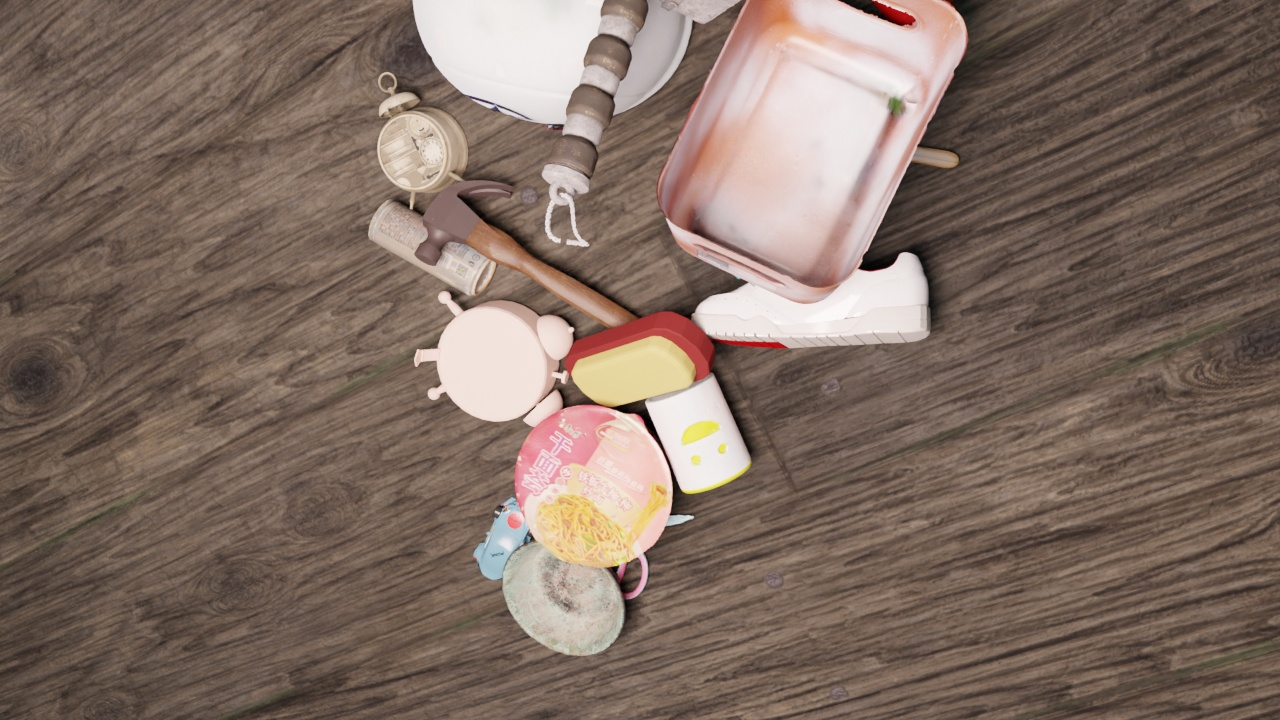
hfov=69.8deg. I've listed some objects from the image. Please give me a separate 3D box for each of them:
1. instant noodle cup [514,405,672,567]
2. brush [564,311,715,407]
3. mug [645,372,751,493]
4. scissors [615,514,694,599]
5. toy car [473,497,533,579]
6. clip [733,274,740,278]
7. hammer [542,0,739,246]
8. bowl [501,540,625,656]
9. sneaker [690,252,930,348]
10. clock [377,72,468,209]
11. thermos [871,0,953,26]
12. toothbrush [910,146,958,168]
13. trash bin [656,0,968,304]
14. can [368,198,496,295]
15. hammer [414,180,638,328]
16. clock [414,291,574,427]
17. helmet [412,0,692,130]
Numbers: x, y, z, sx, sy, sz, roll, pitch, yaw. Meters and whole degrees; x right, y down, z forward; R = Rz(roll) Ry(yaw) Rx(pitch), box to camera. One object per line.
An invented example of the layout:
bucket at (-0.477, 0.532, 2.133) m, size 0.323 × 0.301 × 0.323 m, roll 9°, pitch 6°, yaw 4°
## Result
instant noodle cup at (-0.042, 0.130, 1.016) m, size 0.179 × 0.077 × 0.179 m, roll 2°, pitch 99°, yaw 15°
brush at (-0.006, 0.006, 0.956) m, size 0.174 × 0.041 × 0.082 m, roll -17°, pitch 130°, yaw 41°
mug at (0.061, 0.077, 0.980) m, size 0.083 × 0.082 × 0.106 m, roll -21°, pitch 97°, yaw 18°
scissors at (-0.029, 0.195, 1.070) m, size 0.173 × 0.013 × 0.171 m, roll 20°, pitch 109°, yaw 9°
toy car at (-0.164, 0.220, 1.103) m, size 0.060 × 0.027 × 0.108 m, roll 28°, pitch 109°, yaw 6°
clip at (0.130, -0.134, 0.932) m, size 0.027 × 0.103 × 0.120 m, roll 39°, pitch 103°, yaw 0°
hammer at (-0.024, -0.253, 0.743) m, size 0.176 × 0.080 × 0.326 m, roll 21°, pitch 82°, yaw -24°
bowl at (-0.085, 0.271, 1.081) m, size 0.158 × 0.038 × 0.158 m, roll 8°, pitch 113°, yaw 19°
sneaker at (0.166, -0.070, 0.922) m, size 0.237 × 0.090 × 0.104 m, roll -2°, pitch 83°, yaw 22°
clock at (-0.247, -0.243, 0.989) m, size 0.093 × 0.054 × 0.141 m, roll -21°, pitch 100°, yaw 18°
thermos at (0.198, -0.381, 0.813) m, size 0.198 × 0.107 × 0.084 m, roll 47°, pitch 127°, yaw -3°
toothbrush at (0.226, -0.210, 0.898) m, size 0.167 × 0.016 × 0.016 m, roll 13°, pitch 106°, yaw 10°
trash bin at (0.145, -0.195, 0.817) m, size 0.181 × 0.157 × 0.259 m, roll 25°, pitch 89°, yaw 7°
can at (-0.229, -0.124, 1.016) m, size 0.135 × 0.054 × 0.054 m, roll 29°, pitch 109°, yaw 5°
hammer at (-0.083, -0.082, 0.982) m, size 0.323 × 0.033 × 0.115 m, roll 31°, pitch 74°, yaw -4°
clock at (-0.160, 0.003, 1.021) m, size 0.160 × 0.086 × 0.131 m, roll 12°, pitch 107°, yaw 4°
helmet at (-0.087, -0.333, 0.857) m, size 0.264 × 0.163 × 0.237 m, roll 16°, pitch 113°, yaw 3°
